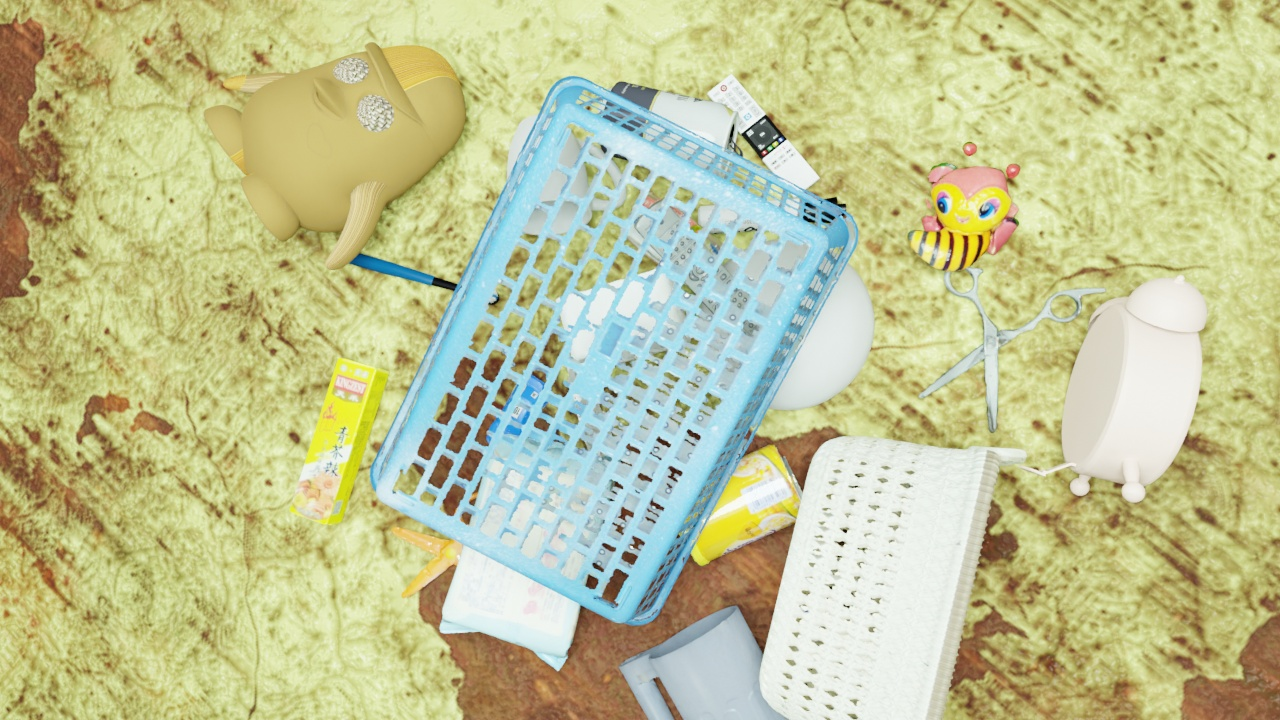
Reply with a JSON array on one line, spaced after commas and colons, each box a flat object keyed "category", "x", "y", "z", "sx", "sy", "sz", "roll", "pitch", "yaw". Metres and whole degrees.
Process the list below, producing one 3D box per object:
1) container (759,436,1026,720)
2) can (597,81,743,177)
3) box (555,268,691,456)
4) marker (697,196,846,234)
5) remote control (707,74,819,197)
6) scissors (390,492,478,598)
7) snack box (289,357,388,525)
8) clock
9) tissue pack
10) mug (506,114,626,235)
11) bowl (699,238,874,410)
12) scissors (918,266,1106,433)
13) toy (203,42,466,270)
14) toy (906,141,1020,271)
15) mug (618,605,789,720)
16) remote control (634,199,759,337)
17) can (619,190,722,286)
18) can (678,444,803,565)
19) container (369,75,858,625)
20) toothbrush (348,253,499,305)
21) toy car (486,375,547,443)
[{"category": "container", "x": 0.185, "y": 0.170, "z": 0.680, "sx": 0.143, "sy": 0.184, "sz": 0.246, "roll": 13, "pitch": 85, "yaw": 21}, {"category": "can", "x": 0.029, "y": -0.197, "z": 0.793, "sx": 0.127, "sy": 0.064, "sz": 0.064, "roll": 16, "pitch": 87, "yaw": 10}, {"category": "box", "x": -0.015, "y": 0.010, "z": 0.759, "sx": 0.126, "sy": 0.108, "sz": 0.136, "roll": -16, "pitch": 81, "yaw": 7}, {"category": "marker", "x": 0.113, "y": -0.126, "z": 0.793, "sx": 0.126, "sy": 0.025, "sz": 0.025, "roll": -3, "pitch": 84, "yaw": 9}, {"category": "remote control", "x": 0.108, "y": -0.197, "z": 0.807, "sx": 0.028, "sy": 0.012, "sz": 0.124, "roll": -38, "pitch": 80, "yaw": 4}, {"category": "scissors", "x": -0.162, "y": 0.175, "z": 0.816, "sx": 0.125, "sy": 0.011, "sz": 0.127, "roll": -42, "pitch": 79, "yaw": 2}, {"category": "snack box", "x": -0.274, "y": 0.073, "z": 0.835, "sx": 0.040, "sy": 0.029, "sz": 0.148, "roll": 16, "pitch": 87, "yaw": 10}, {"category": "clock", "x": 0.352, "y": 0.020, "z": 0.685, "sx": 0.086, "sy": 0.131, "sz": 0.160, "roll": 20, "pitch": 88, "yaw": 11}, {"category": "tissue pack", "x": -0.093, "y": 0.156, "z": 0.772, "sx": 0.112, "sy": 0.070, "sz": 0.182, "roll": 15, "pitch": 88, "yaw": -3}, {"category": "mug", "x": -0.066, "y": -0.166, "z": 0.812, "sx": 0.107, "sy": 0.071, "sz": 0.089, "roll": -2, "pitch": 74, "yaw": -19}, {"category": "bowl", "x": 0.122, "y": -0.034, "z": 0.773, "sx": 0.150, "sy": 0.043, "sz": 0.149, "roll": -1, "pitch": 84, "yaw": 9}, {"category": "scissors", "x": 0.303, "y": -0.020, "z": 0.757, "sx": 0.174, "sy": 0.014, "sz": 0.141, "roll": -20, "pitch": 79, "yaw": 6}, {"category": "toy", "x": -0.249, "y": -0.201, "z": 0.801, "sx": 0.203, "sy": 0.162, "sz": 0.198, "roll": -29, "pitch": 83, "yaw": -5}, {"category": "toy", "x": 0.268, "y": -0.121, "z": 0.758, "sx": 0.084, "sy": 0.046, "sz": 0.103, "roll": 31, "pitch": 94, "yaw": 5}, {"category": "mug", "x": 0.053, "y": 0.273, "z": 0.743, "sx": 0.124, "sy": 0.083, "sz": 0.104, "roll": -34, "pitch": 81, "yaw": 29}, {"category": "remote control", "x": 0.050, "y": -0.069, "z": 0.730, "sx": 0.033, "sy": 0.013, "sz": 0.136, "roll": -43, "pitch": 105, "yaw": 3}, {"category": "can", "x": 0.028, "y": -0.100, "z": 0.773, "sx": 0.086, "sy": 0.086, "sz": 0.043, "roll": 38, "pitch": 92, "yaw": 11}, {"category": "can", "x": 0.079, "y": 0.118, "z": 0.753, "sx": 0.105, "sy": 0.067, "sz": 0.067, "roll": -26, "pitch": 81, "yaw": 6}, {"category": "container", "x": -0.029, "y": 0.003, "z": 0.666, "sx": 0.257, "sy": 0.089, "sz": 0.362, "roll": 27, "pitch": 98, "yaw": 1}, {"category": "toothbrush", "x": -0.208, "y": -0.079, "z": 0.847, "sx": 0.168, "sy": 0.014, "sz": 0.014, "roll": 16, "pitch": 76, "yaw": 10}, {"category": "toy car", "x": -0.107, "y": 0.039, "z": 0.794, "sx": 0.033, "sy": 0.062, "sz": 0.092, "roll": 31, "pitch": 90, "yaw": 11}]
